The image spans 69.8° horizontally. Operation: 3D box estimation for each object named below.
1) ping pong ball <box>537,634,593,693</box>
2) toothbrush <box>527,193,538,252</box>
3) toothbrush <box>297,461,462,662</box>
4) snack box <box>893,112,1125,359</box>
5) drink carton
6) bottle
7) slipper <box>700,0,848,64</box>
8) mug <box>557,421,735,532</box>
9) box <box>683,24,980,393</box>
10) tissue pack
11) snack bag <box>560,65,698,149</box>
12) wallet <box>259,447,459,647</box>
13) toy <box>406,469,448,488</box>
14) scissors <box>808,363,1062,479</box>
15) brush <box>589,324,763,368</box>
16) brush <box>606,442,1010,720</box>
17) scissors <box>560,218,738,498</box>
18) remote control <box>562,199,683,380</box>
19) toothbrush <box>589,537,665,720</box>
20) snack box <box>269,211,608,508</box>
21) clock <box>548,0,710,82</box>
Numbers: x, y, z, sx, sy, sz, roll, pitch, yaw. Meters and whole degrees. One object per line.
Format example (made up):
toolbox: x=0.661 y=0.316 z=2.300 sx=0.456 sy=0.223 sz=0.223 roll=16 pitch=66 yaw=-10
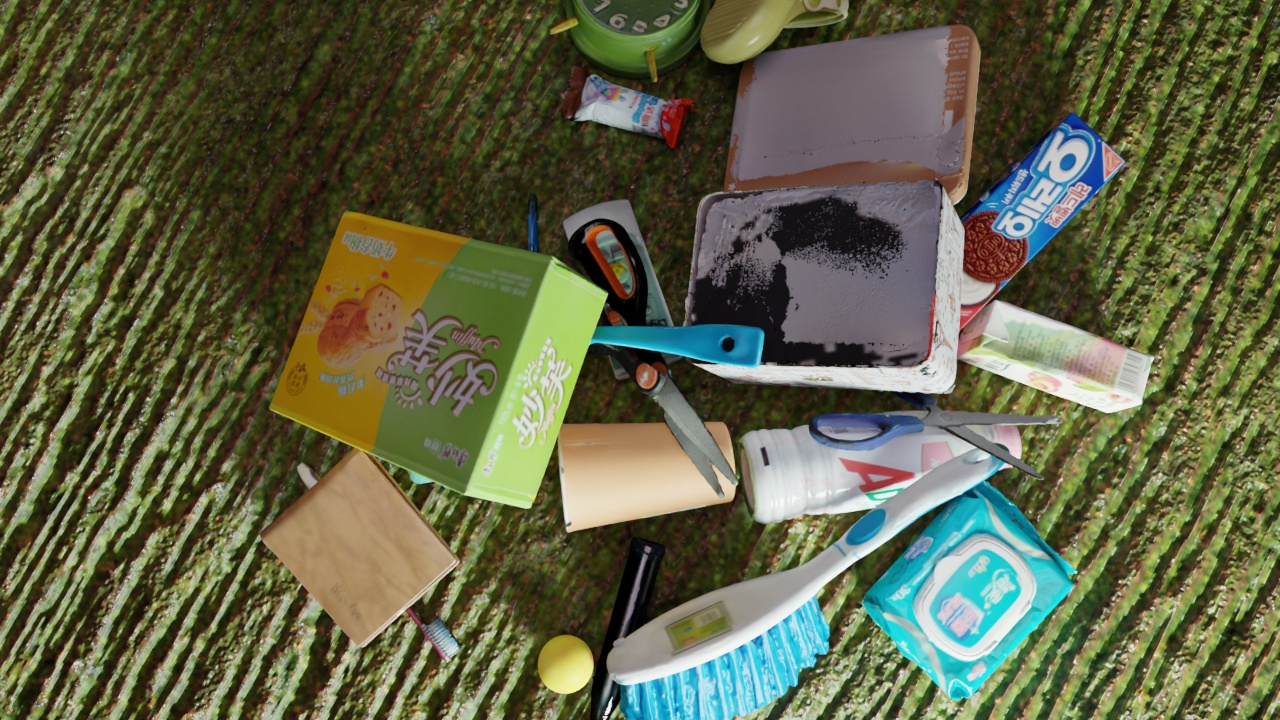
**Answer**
ping pong ball: x=-0.054 y=0.219 z=0.662 sx=0.040 sy=0.040 sz=0.040 roll=0 pitch=83 yaw=1
toothbrush: x=-0.085 y=-0.038 z=0.709 sx=0.016 sy=0.014 sz=0.189 roll=-5 pitch=81 yaw=25
toothbrush: x=-0.197 y=0.148 z=0.688 sx=0.017 sy=0.016 sz=0.187 roll=-39 pitch=84 yaw=-11
snack box: x=0.262 y=-0.091 z=0.685 sx=0.207 sy=0.057 sz=0.058 roll=-45 pitch=85 yaw=-4
drink carton: x=0.302 y=-0.004 z=0.675 sx=0.122 sy=0.053 sz=0.045 roll=20 pitch=82 yaw=3
bottle: x=0.172 y=0.071 z=0.663 sx=0.197 sy=0.068 sz=0.068 roll=-8 pitch=83 yaw=-2
slipper: x=0.119 y=-0.289 z=0.709 sx=0.081 sy=0.092 sz=0.190 roll=43 pitch=73 yaw=-33
mug: x=0.004 y=0.080 z=0.664 sx=0.122 sy=0.078 sz=0.078 roll=-4 pitch=83 yaw=-4
box: x=0.136 y=-0.112 z=0.650 sx=0.177 sy=0.082 sz=0.259 roll=2 pitch=77 yaw=30
tissue pack: x=0.235 y=0.163 z=0.657 sx=0.093 sy=0.050 sz=0.133 roll=43 pitch=85 yaw=7
snack bag: x=-0.009 y=-0.197 z=0.720 sx=0.105 sy=0.026 sz=0.045 roll=17 pitch=87 yaw=6
wallet: x=-0.205 y=0.136 z=0.671 sx=0.101 sy=0.020 sz=0.115 roll=-42 pitch=87 yaw=3
toy: x=-0.155 y=0.050 z=0.693 sx=0.096 sy=0.030 sz=0.091 roll=5 pitch=78 yaw=9
scissors: x=0.197 y=0.038 z=0.640 sx=0.174 sy=0.162 sz=0.012 roll=-11 pitch=126 yaw=-10
brush: x=-0.031 y=-0.016 z=0.631 sx=0.255 sy=0.045 sz=0.083 roll=5 pitch=84 yaw=36
brush: x=0.119 y=0.160 z=0.634 sx=0.314 sy=0.060 sz=0.109 roll=-23 pitch=120 yaw=-3
scissors: x=0.007 y=-0.010 z=0.641 sx=0.235 sy=0.021 sz=0.149 roll=33 pitch=109 yaw=34
remote control: x=-0.014 y=-0.056 z=0.706 sx=0.056 sy=0.019 sz=0.135 roll=-19 pitch=83 yaw=-1
toothbrush: x=-0.024 y=0.235 z=0.667 sx=0.027 sy=0.026 sz=0.212 roll=19 pitch=84 yaw=-20
snack box: x=-0.144 y=-0.007 z=0.632 sx=0.210 sy=0.070 sz=0.157 roll=16 pitch=84 yaw=34
clock: x=0.005 y=-0.301 z=0.717 sx=0.116 sy=0.056 sz=0.161 roll=26 pitch=84 yaw=3
